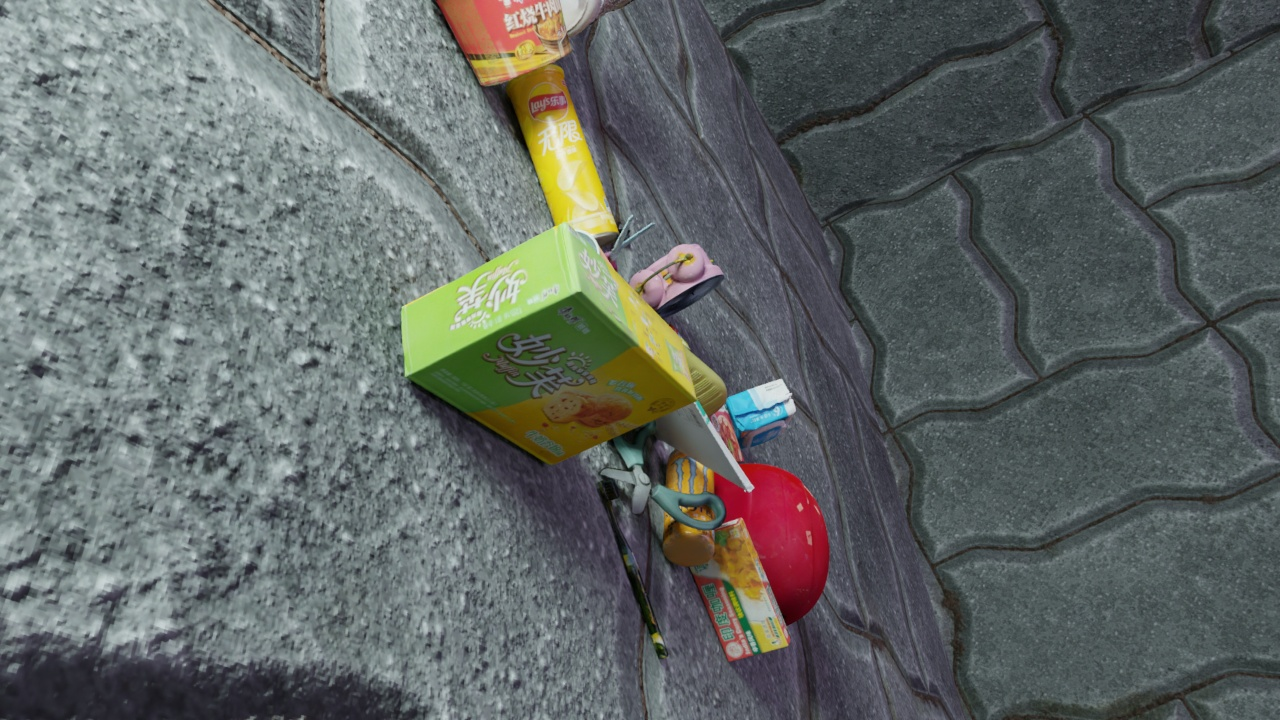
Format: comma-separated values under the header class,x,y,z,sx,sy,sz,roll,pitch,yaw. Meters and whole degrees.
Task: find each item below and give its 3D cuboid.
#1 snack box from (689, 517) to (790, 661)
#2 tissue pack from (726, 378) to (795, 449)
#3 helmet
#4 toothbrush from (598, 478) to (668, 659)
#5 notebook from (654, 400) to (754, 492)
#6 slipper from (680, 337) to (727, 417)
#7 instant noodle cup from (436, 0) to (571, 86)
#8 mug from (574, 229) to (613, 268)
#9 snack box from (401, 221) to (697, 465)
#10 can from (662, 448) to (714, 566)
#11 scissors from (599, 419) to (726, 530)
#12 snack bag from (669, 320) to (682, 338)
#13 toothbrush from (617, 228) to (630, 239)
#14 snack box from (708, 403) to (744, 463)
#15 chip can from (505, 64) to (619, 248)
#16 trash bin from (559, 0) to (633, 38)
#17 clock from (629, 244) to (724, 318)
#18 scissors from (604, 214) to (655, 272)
class,x,y,z,sx,sy,sz,roll,pitch,yaw
snack box,0.111,0.268,1.072,0.156,0.077,0.027,67,19,-3
tissue pack,0.172,0.084,1.347,0.140,0.090,0.063,91,-21,-69
helmet,0.175,0.238,1.185,0.240,0.144,0.206,55,21,-36
toothbrush,-0.005,0.207,0.917,0.185,0.017,0.012,71,17,6
notebook,0.034,0.057,1.007,0.150,0.012,0.209,58,-15,-24
slipper,0.040,0.006,1.146,0.190,0.092,0.081,45,27,-43
instant noodle cup,-0.144,-0.368,0.996,0.137,0.138,0.109,-74,147,-60
mug,-0.056,-0.080,1.004,0.123,0.078,0.078,45,30,-58
snack box,-0.069,-0.002,0.753,0.210,0.158,0.070,42,29,-52
can,0.057,0.166,1.063,0.058,0.058,0.145,56,22,-31
scissors,0.029,0.128,1.004,0.179,0.019,0.170,34,29,-16
snack bag,0.057,-0.007,1.297,0.104,0.026,0.048,60,33,-21
toothbrush,-0.045,-0.161,1.208,0.189,0.014,0.016,-34,125,-70
snack box,0.098,0.092,1.273,0.127,0.044,0.113,15,56,-67
chip can,-0.091,-0.232,1.070,0.072,0.072,0.213,-5,76,-70
trash bin,-0.100,-0.516,1.169,0.227,0.228,0.191,56,35,-32
clock,0.046,-0.109,1.244,0.060,0.117,0.158,60,16,7
scissors,-0.034,-0.121,1.074,0.017,0.133,0.135,48,-18,16
